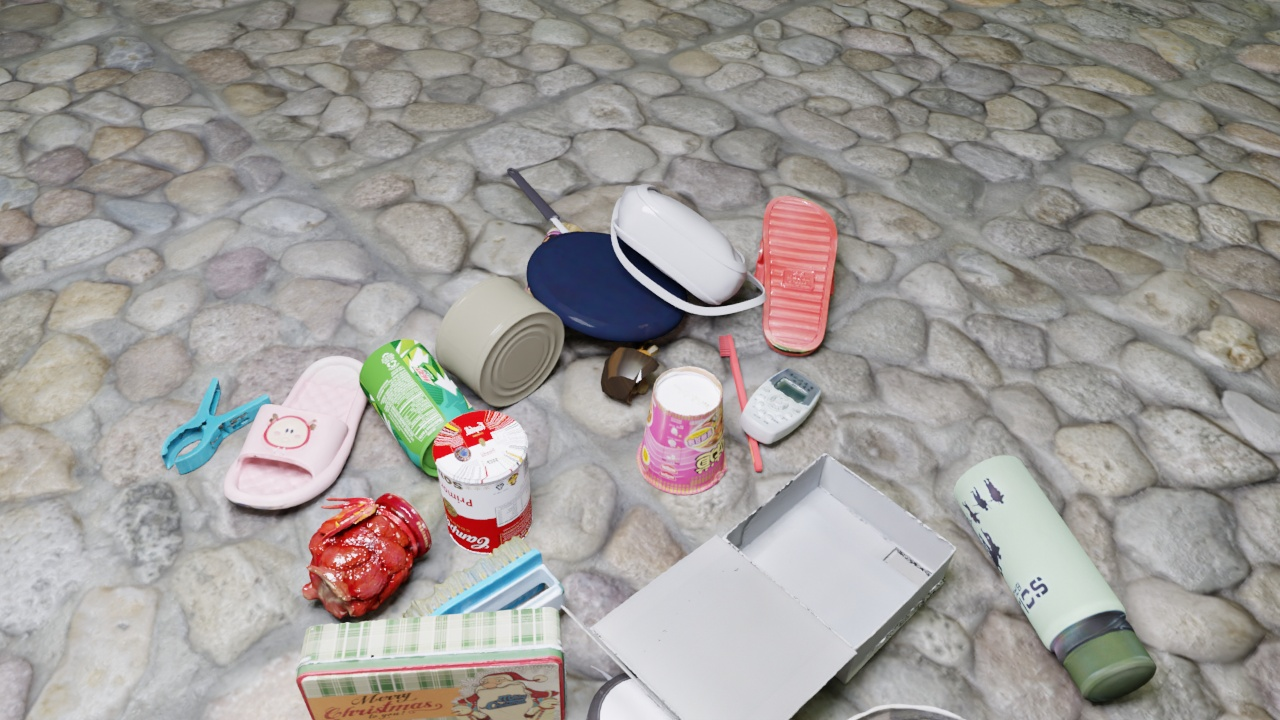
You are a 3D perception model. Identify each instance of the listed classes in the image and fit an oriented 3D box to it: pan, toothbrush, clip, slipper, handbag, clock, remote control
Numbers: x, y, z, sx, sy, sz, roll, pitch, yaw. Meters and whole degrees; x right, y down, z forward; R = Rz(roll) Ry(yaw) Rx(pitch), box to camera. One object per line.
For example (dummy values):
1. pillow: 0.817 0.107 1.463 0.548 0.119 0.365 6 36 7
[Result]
1. pan: -0.081 -0.147 1.147 0.198 0.021 0.356 -15 50 -34
2. toothbrush: 0.111 0.043 1.049 0.018 0.012 0.212 -2 44 -5
3. clip: -0.455 0.075 0.987 0.102 0.027 0.119 16 45 17
4. slipper: 0.197 -0.104 1.175 0.103 0.059 0.248 5 60 2
5. handbag: 0.060 -0.143 1.156 0.216 0.096 0.222 37 17 -4
6. slipper: -0.354 0.071 0.971 0.107 0.056 0.221 11 43 6
7. clock: 0.005 0.302 0.753 0.123 0.044 0.091 14 45 12
8. remote control: 0.154 0.051 1.021 0.060 0.028 0.114 37 45 21

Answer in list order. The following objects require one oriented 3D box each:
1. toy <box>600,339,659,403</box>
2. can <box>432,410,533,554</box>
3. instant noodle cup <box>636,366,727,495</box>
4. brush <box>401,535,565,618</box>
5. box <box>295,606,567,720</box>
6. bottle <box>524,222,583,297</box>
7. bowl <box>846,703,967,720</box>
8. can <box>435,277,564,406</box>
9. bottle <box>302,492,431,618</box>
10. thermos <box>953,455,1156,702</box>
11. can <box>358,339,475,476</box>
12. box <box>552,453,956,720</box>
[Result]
1. toy: -0.006 0.006 1.056 0.076 0.062 0.099 -18 23 35
2. can: -0.150 0.118 0.885 0.086 0.117 0.086 1 44 -1
3. instant noodle cup: 0.045 0.068 0.951 0.098 0.109 0.097 1 43 -1
4. brush: -0.142 0.223 0.821 0.135 0.055 0.075 -27 46 -27
5. box: -0.162 0.258 0.743 0.205 0.118 0.050 -1 39 -6
6. bottle: -0.115 -0.107 1.163 0.060 0.060 0.165 12 45 10
7. bowl: 0.203 0.355 0.678 0.178 0.081 0.178 1 43 -1
8. can: -0.154 -0.020 1.022 0.073 0.128 0.127 36 53 28
9. bottle: -0.258 0.174 0.840 0.099 0.099 0.110 28 45 24
10. thermos: 0.383 0.200 0.855 0.082 0.082 0.231 -9 45 -11
11. can: -0.232 0.049 0.976 0.082 0.083 0.144 -26 52 -26
12. box: 0.112 0.217 0.807 0.367 0.099 0.166 -28 51 -36
